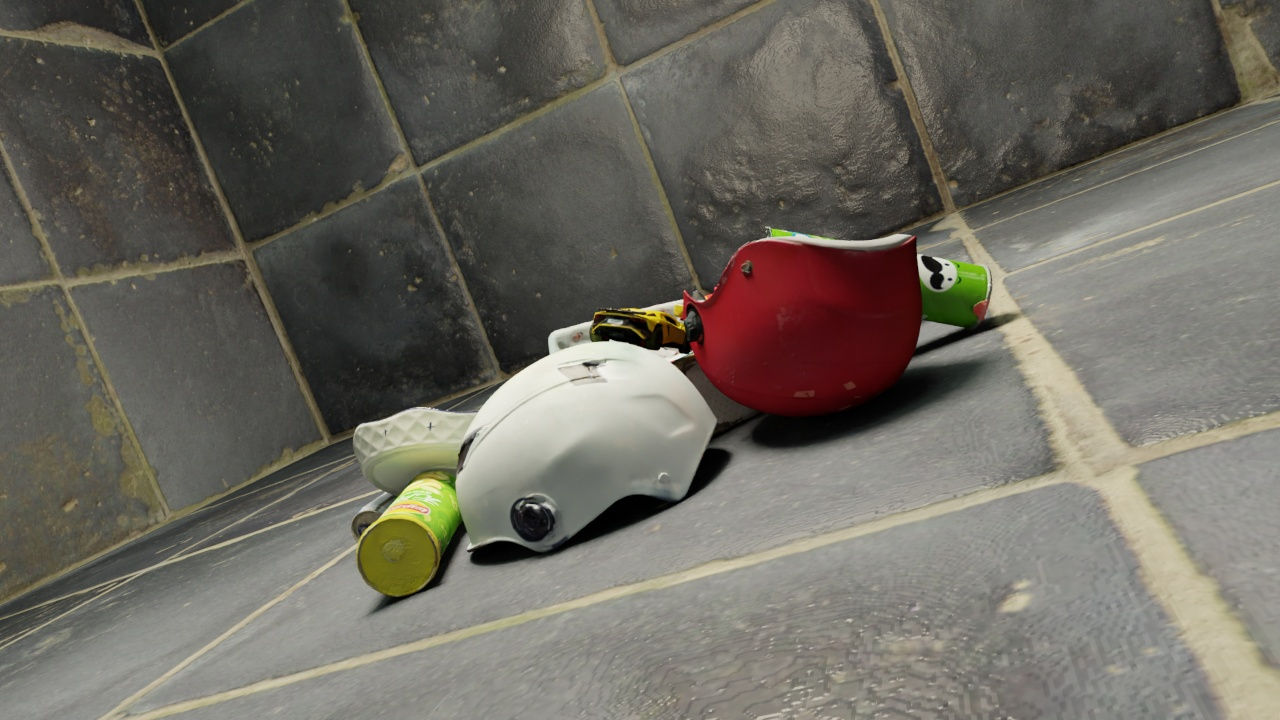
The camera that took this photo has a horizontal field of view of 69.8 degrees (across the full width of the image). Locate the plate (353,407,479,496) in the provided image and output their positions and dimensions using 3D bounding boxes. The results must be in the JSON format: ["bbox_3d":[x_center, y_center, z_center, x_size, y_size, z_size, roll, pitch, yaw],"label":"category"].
[{"bbox_3d":[-0.217,0.112,1.030,0.205,0.045,0.205,-2,-27,-1],"label":"plate"}]

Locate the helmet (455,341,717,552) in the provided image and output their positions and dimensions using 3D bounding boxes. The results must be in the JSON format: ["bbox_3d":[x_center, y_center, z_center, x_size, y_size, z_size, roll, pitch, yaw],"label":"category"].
[{"bbox_3d":[-0.065,0.066,0.845,0.259,0.146,0.228,-20,5,17],"label":"helmet"}]

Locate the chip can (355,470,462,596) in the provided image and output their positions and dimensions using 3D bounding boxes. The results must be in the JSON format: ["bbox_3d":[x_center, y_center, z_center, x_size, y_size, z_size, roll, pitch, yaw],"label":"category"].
[{"bbox_3d":[-0.216,0.161,0.894,0.072,0.072,0.221,-22,6,-2],"label":"chip can"}]

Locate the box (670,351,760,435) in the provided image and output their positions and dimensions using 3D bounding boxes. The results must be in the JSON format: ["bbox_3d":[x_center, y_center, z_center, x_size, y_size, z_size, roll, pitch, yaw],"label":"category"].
[{"bbox_3d":[0.108,0.014,0.996,0.183,0.090,0.062,-22,4,-32],"label":"box"}]

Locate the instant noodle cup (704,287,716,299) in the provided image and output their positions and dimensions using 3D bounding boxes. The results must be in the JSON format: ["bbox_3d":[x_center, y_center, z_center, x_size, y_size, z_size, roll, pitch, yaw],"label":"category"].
[{"bbox_3d":[0.154,-0.042,1.232,0.124,0.116,0.116,-9,-11,5],"label":"instant noodle cup"}]

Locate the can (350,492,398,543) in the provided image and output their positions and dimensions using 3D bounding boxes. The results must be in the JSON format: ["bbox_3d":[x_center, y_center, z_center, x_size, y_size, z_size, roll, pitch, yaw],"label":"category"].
[{"bbox_3d":[-0.291,0.180,1.098,0.053,0.053,0.134,-20,6,15],"label":"can"}]

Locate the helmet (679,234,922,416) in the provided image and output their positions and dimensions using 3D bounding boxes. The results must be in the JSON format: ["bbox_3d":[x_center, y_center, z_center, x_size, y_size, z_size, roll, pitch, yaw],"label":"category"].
[{"bbox_3d":[0.147,-0.016,0.844,0.206,0.143,0.241,-5,-14,-26],"label":"helmet"}]

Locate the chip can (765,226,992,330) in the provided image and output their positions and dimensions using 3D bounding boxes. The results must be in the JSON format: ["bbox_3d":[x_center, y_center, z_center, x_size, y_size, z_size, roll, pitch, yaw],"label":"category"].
[{"bbox_3d":[0.240,-0.085,0.961,0.236,0.072,0.072,10,5,-1],"label":"chip can"}]

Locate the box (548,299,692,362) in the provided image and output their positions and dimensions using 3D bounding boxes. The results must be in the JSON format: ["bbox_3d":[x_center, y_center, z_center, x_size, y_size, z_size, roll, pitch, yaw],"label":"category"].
[{"bbox_3d":[-0.006,0.009,1.108,0.201,0.161,0.059,-13,-37,1],"label":"box"}]

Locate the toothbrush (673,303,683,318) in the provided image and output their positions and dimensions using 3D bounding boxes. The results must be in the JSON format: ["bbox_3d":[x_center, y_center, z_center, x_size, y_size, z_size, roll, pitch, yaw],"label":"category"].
[{"bbox_3d":[0.080,-0.044,0.996,0.016,0.016,0.190,-44,-22,17],"label":"toothbrush"}]

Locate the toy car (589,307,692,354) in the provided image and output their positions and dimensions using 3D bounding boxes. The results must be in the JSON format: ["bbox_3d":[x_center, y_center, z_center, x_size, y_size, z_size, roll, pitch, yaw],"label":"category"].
[{"bbox_3d":[0.005,-0.030,0.919,0.071,0.041,0.155,7,-1,24],"label":"toy car"}]
